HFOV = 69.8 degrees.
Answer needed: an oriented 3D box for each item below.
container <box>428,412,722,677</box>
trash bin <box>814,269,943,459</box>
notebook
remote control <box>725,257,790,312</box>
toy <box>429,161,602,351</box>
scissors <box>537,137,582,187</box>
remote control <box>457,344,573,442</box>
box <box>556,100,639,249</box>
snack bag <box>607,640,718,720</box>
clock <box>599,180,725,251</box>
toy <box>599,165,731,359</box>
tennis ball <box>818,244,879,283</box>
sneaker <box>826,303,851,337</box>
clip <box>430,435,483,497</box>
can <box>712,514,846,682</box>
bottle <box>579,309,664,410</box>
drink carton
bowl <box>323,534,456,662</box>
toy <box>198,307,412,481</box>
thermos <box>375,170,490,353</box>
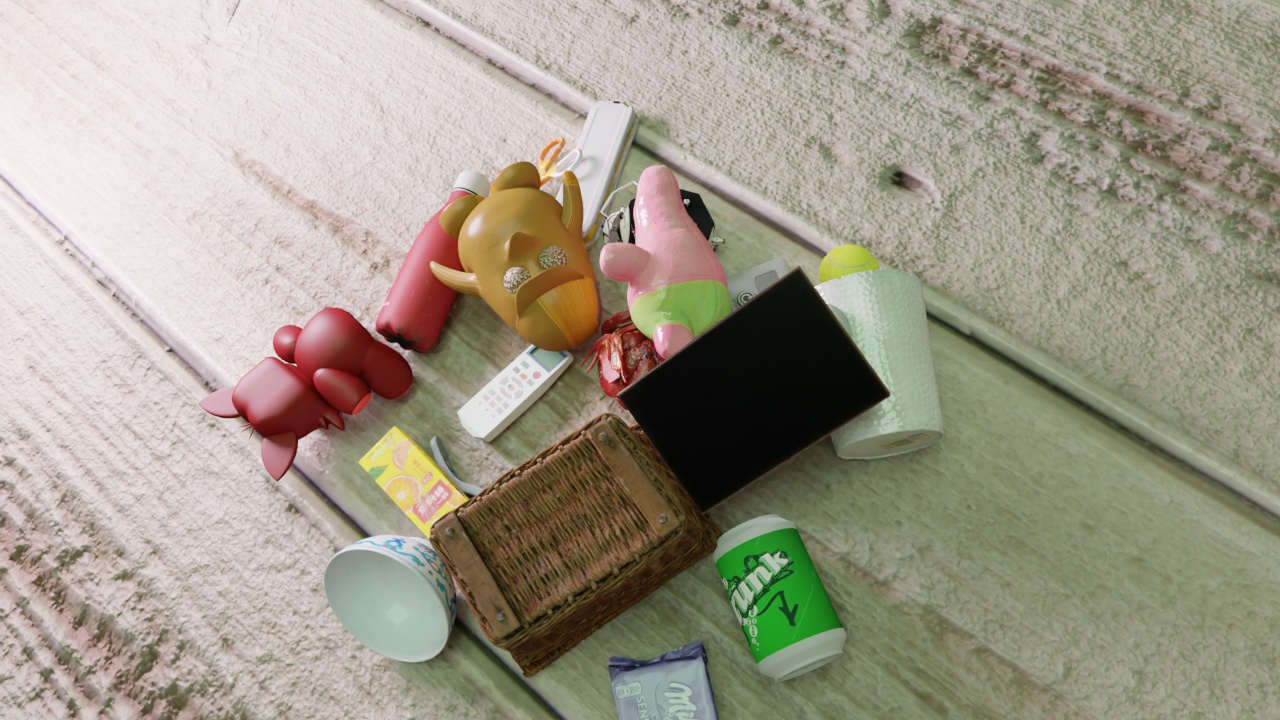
[{"bbox_3d":[-0.066,0.169,0.874,0.250,0.183,0.162,-34,75,-4],"label":"container"},{"bbox_3d":[0.235,0.009,0.929,0.133,0.133,0.161,-10,70,8],"label":"trash bin"},{"bbox_3d":[0.100,0.031,0.845,0.209,0.008,0.141,-36,90,18],"label":"notebook"},{"bbox_3d":[0.105,-0.061,1.043,0.151,0.019,0.074,-20,64,3],"label":"remote control"},{"bbox_3d":[-0.122,-0.103,1.031,0.198,0.162,0.203,-33,72,0],"label":"toy"},{"bbox_3d":[-0.120,-0.223,1.149,0.097,0.012,0.133,20,76,45],"label":"scissors"},{"bbox_3d":[-0.143,0.034,1.052,0.143,0.024,0.049,-43,61,-13],"label":"remote control"},{"bbox_3d":[-0.059,-0.236,1.149,0.064,0.033,0.209,11,69,19],"label":"box"},{"bbox_3d":[0.036,0.371,0.851,0.096,0.058,0.205,-15,62,3],"label":"snack bag"},{"bbox_3d":[0.017,-0.161,1.080,0.114,0.065,0.154,-45,66,-9],"label":"clock"},{"bbox_3d":[0.032,-0.098,0.960,0.097,0.191,0.236,-25,67,34],"label":"toy"},{"bbox_3d":[0.228,-0.094,1.005,0.065,0.065,0.065,-5,66,10],"label":"tennis ball"},{"bbox_3d":[0.101,0.035,0.907,0.243,0.090,0.089,-53,54,26],"label":"sneaker"},{"bbox_3d":[-0.189,0.146,1.014,0.127,0.028,0.167,-37,66,-6],"label":"clip"},{"bbox_3d":[0.131,0.225,0.875,0.088,0.088,0.139,-24,64,1],"label":"can"},{"bbox_3d":[-0.006,0.006,0.997,0.099,0.099,0.111,-15,68,6],"label":"bottle"},{"bbox_3d":[-0.237,0.137,0.989,0.134,0.043,0.058,40,80,23],"label":"drink carton"},{"bbox_3d":[-0.244,0.231,0.950,0.144,0.144,0.074,11,30,16],"label":"bowl"},{"bbox_3d":[-0.382,0.029,1.057,0.158,0.121,0.196,37,69,21],"label":"toy"},{"bbox_3d":[-0.243,-0.128,1.119,0.073,0.073,0.239,14,70,17],"label":"thermos"}]
